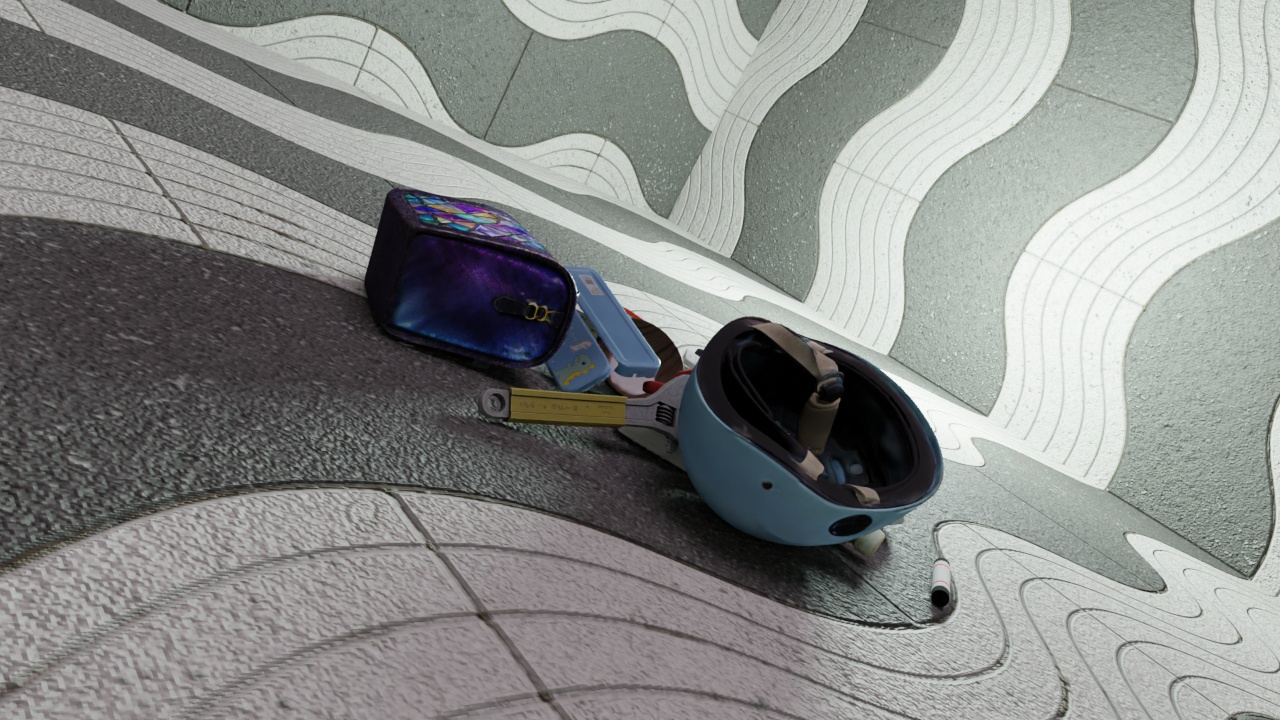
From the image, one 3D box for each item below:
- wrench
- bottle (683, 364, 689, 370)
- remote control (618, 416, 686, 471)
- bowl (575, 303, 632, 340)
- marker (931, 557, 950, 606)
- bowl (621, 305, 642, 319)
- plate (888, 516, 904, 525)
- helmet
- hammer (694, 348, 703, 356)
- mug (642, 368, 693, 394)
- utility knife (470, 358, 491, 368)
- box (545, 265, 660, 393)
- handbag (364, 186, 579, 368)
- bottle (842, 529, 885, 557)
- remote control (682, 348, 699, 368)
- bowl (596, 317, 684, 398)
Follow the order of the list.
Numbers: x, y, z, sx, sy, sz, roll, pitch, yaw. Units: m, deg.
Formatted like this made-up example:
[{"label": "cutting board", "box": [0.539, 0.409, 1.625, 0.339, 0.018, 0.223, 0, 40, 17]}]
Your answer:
[{"label": "wrench", "box": [-0.034, 0.046, 0.897, 0.273, 0.083, 0.018, 7, -16, -35]}, {"label": "bottle", "box": [0.043, 0.024, 1.212, 0.136, 0.044, 0.044, 17, 17, -40]}, {"label": "remote control", "box": [0.039, 0.092, 0.980, 0.138, 0.025, 0.060, 30, 13, 1]}, {"label": "bowl", "box": [-0.076, -0.048, 1.202, 0.145, 0.063, 0.145, 26, 13, -7]}, {"label": "marker", "box": [0.335, 0.242, 1.021, 0.019, 0.019, 0.145, 31, 13, 14]}, {"label": "bowl", "box": [-0.046, -0.060, 1.376, 0.122, 0.035, 0.122, 26, 13, -7]}, {"label": "plate", "box": [0.253, 0.131, 1.122, 0.182, 0.034, 0.182, 56, -2, 2]}, {"label": "helmet", "box": [0.155, 0.080, 0.897, 0.265, 0.167, 0.225, 12, 45, -17]}, {"label": "hammer", "box": [0.130, 0.047, 1.331, 0.129, 0.040, 0.321, 24, 14, 1]}, {"label": "mug", "box": [0.061, 0.045, 1.034, 0.116, 0.080, 0.097, 16, -5, -10]}, {"label": "utility knife", "box": [-0.160, -0.018, 1.021, 0.031, 0.015, 0.197, 24, 13, -3]}, {"label": "box", "box": [-0.069, -0.043, 1.069, 0.126, 0.039, 0.209, -13, 43, -21]}, {"label": "handbag", "box": [-0.170, -0.089, 0.989, 0.221, 0.126, 0.205, 12, 17, -27]}, {"label": "bottle", "box": [0.187, 0.149, 0.993, 0.167, 0.059, 0.059, 37, 15, 23]}, {"label": "remote control", "box": [0.110, 0.031, 1.221, 0.131, 0.012, 0.033, 35, 23, -10]}, {"label": "bowl", "box": [-0.007, 0.007, 1.124, 0.119, 0.032, 0.119, 13, 56, -21]}]
